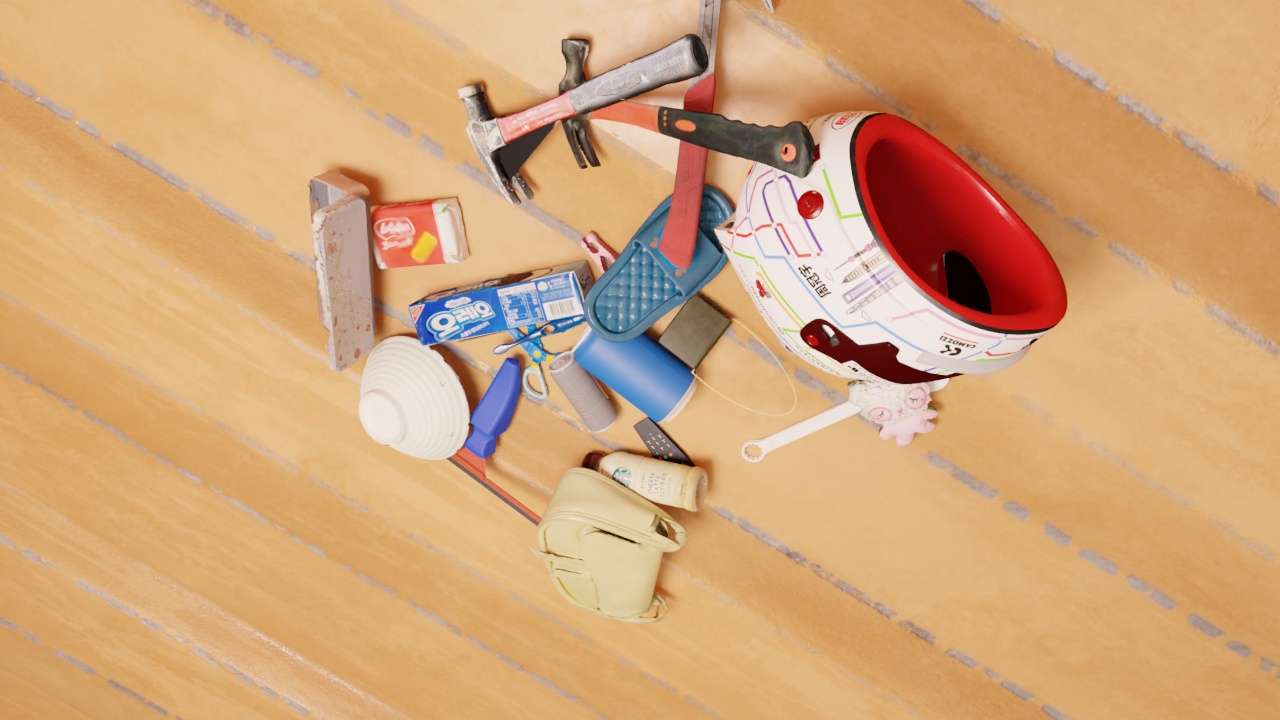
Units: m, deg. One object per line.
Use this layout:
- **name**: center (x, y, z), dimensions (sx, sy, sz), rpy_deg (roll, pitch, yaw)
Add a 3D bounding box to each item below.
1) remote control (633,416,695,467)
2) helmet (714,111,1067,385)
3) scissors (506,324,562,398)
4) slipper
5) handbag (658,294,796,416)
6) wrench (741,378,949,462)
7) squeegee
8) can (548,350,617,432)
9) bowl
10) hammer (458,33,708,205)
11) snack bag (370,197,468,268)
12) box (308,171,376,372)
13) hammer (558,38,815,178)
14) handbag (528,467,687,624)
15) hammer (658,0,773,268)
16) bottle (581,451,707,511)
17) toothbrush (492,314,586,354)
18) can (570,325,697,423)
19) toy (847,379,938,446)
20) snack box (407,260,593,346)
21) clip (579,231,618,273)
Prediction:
- **remote control**: center (0.038, 0.125, 1.195), dimensions (0.039, 0.010, 0.125), rpy_deg (-32, 105, 24)
- **helmet**: center (0.230, -0.094, 0.920), dimensions (0.314, 0.230, 0.237), rpy_deg (46, 145, 4)
- **scissors**: center (-0.138, -0.005, 1.173), dimensions (0.132, 0.019, 0.105), rpy_deg (43, 112, -9)
- **slipper**: center (0.026, -0.104, 1.036), dimensions (0.104, 0.059, 0.214), rpy_deg (43, 95, -11)
- **handbag**: center (0.111, 0.002, 1.093), dimensions (0.178, 0.027, 0.084), rpy_deg (37, 91, -2)
- **wrench**: center (0.244, 0.063, 1.120), dimensions (0.274, 0.009, 0.047), rpy_deg (-27, 107, 23)
- **squeegee**: center (-0.194, 0.073, 1.198), dimensions (0.249, 0.055, 0.185), rpy_deg (34, 120, 14)
- **can**: center (-0.071, 0.040, 1.152), dimensions (0.044, 0.043, 0.106), rpy_deg (-22, 118, 21)
- **bowl**: center (-0.312, 0.063, 1.184), dimensions (0.177, 0.070, 0.177), rpy_deg (13, 117, 26)
- **hammer**: center (-0.062, -0.257, 0.945), dimensions (0.327, 0.036, 0.140), rpy_deg (-7, 109, 43)
- **snack bag**: center (-0.272, -0.154, 1.116), dimensions (0.116, 0.036, 0.077), rpy_deg (-3, 115, 14)
- **box**: center (-0.372, -0.107, 1.104), dimensions (0.105, 0.096, 0.217), rpy_deg (29, 129, 27)
- **hammer**: center (0.033, -0.235, 0.911), dimensions (0.333, 0.033, 0.133), rpy_deg (24, 121, 40)
- **handbag**: center (-0.043, 0.257, 1.203), dimensions (0.191, 0.088, 0.233), rpy_deg (18, 136, 10)
- **hammer**: center (0.061, -0.254, 0.958), dimensions (0.126, 0.036, 0.316), rpy_deg (7, 104, 7)
- **bottle**: center (0.003, 0.151, 1.181), dimensions (0.162, 0.056, 0.057), rpy_deg (9, 118, 22)
- **toothbrush**: center (-0.123, -0.035, 1.144), dimensions (0.132, 0.016, 0.021), rpy_deg (-21, 104, 7)
- **can**: center (-0.007, 0.006, 1.110), dimensions (0.146, 0.078, 0.079), rpy_deg (37, 117, -7)
- **toy**: center (0.304, 0.055, 1.076), dimensions (0.096, 0.041, 0.109), rpy_deg (-26, 113, 21)
- **snack box**: center (-0.168, -0.069, 1.118), dimensions (0.227, 0.059, 0.059), rpy_deg (-11, 107, 18)
- **clip**: center (-0.050, -0.124, 1.091), dimensions (0.037, 0.022, 0.058), rpy_deg (-38, 97, 28)
